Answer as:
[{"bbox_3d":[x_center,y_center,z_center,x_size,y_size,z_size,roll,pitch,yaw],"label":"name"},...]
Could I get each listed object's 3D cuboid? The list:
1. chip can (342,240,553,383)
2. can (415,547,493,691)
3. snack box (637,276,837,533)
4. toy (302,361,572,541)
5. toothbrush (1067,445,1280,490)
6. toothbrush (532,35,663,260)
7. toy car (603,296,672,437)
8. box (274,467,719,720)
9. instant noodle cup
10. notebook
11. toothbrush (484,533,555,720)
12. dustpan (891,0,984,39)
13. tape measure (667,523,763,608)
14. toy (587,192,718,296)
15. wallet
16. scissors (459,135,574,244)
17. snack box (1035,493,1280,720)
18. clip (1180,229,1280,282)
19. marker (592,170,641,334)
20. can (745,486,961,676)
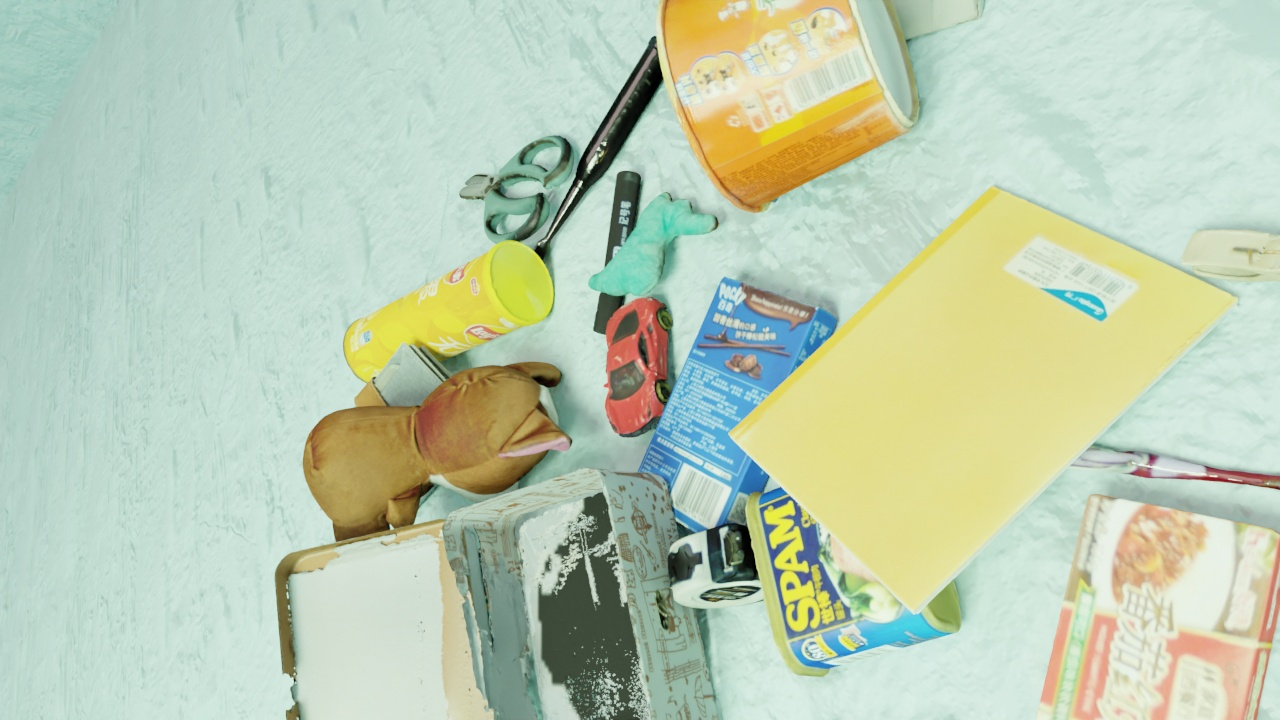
[{"bbox_3d":[-0.173,-0.037,0.803,0.214,0.072,0.072,-19,61,39],"label":"chip can"},{"bbox_3d":[-0.143,0.196,0.678,0.075,0.075,0.111,-14,64,40],"label":"can"},{"bbox_3d":[0.057,0.030,0.587,0.085,0.026,0.157,25,92,46],"label":"snack box"},{"bbox_3d":[-0.145,0.070,0.690,0.199,0.130,0.140,-27,37,3],"label":"toy"},{"bbox_3d":[0.225,0.047,0.426,0.188,0.017,0.016,6,77,44],"label":"toothbrush"},{"bbox_3d":[-0.036,-0.167,0.757,0.213,0.026,0.027,-57,11,14],"label":"toothbrush"},{"bbox_3d":[-0.004,0.004,0.646,0.049,0.031,0.106,-26,50,36],"label":"toy car"},{"bbox_3d":[-0.101,0.181,0.573,0.261,0.102,0.178,-21,70,25],"label":"box"},{"bbox_3d":[0.095,-0.178,0.557,0.112,0.151,0.151,-16,63,30],"label":"instant noodle cup"},{"bbox_3d":[0.160,0.008,0.462,0.206,0.010,0.146,-44,45,-3],"label":"notebook"},{"bbox_3d":[-0.092,0.212,0.631,0.027,0.026,0.220,-11,55,43],"label":"toothbrush"},{"bbox_3d":[0.150,-0.343,0.659,0.223,0.142,0.258,-3,101,43],"label":"dustpan"},{"bbox_3d":[0.049,0.120,0.530,0.066,0.065,0.033,-25,55,33],"label":"tape measure"},{"bbox_3d":[0.011,-0.085,0.667,0.097,0.030,0.091,11,67,46],"label":"toy"},{"bbox_3d":[-0.202,0.060,0.785,0.106,0.036,0.130,45,112,5],"label":"wallet"},{"bbox_3d":[-0.113,-0.175,0.837,0.129,0.019,0.185,-53,40,7],"label":"scissors"},{"bbox_3d":[0.217,0.139,0.391,0.075,0.025,0.152,10,81,46],"label":"snack box"},{"bbox_3d":[0.279,-0.045,0.378,0.101,0.096,0.035,24,91,35],"label":"clip"},{"bbox_3d":[-0.018,-0.084,0.710,0.022,0.020,0.132,-12,66,55],"label":"marker"},{"bbox_3d":[0.111,0.105,0.485,0.083,0.057,0.102,-29,56,30],"label":"can"}]
